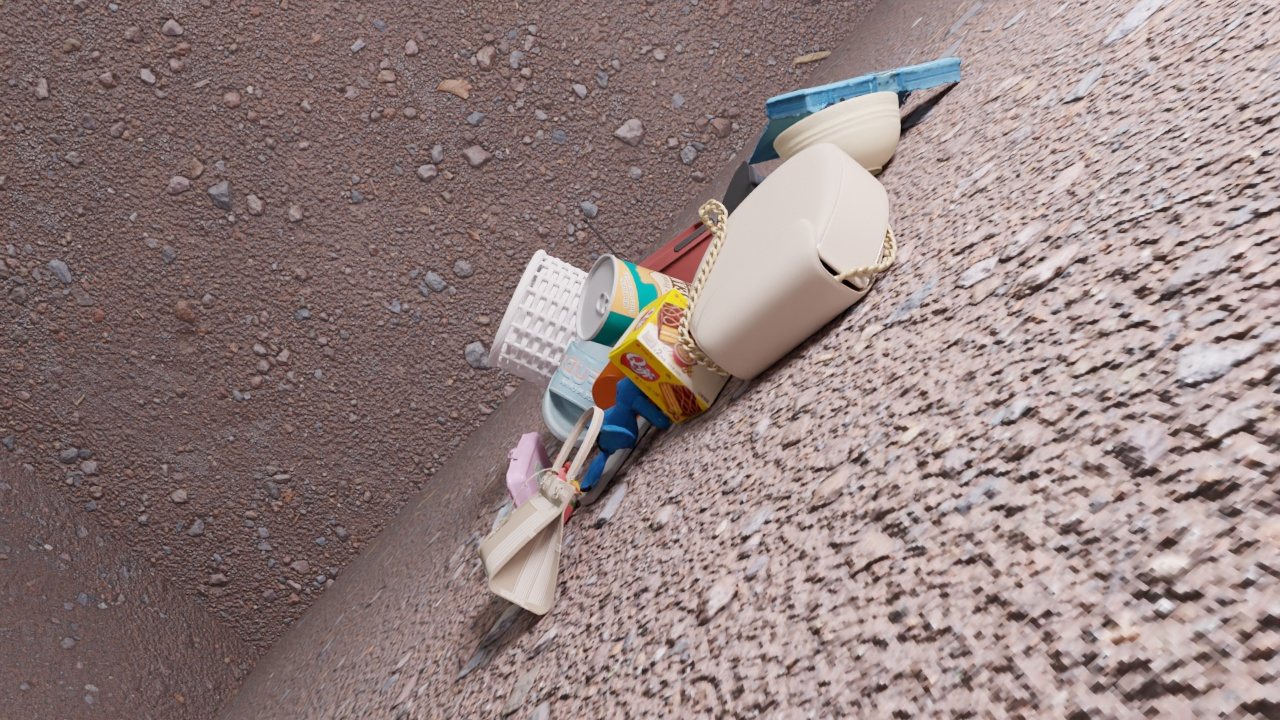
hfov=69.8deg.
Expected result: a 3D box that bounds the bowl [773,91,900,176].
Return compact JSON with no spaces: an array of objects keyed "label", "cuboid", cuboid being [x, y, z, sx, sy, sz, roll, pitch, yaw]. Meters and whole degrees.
[{"label":"bowl","cuboid":[0.239,-0.246,1.076,0.151,0.075,0.151,-18,-3,-1]}]

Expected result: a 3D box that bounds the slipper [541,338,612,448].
[{"label":"slipper","cuboid":[-0.053,-0.001,1.229,0.245,0.104,0.074,-61,-13,-15]}]

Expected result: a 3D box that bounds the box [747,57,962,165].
[{"label":"box","cuboid":[0.255,-0.316,1.132,0.231,0.060,0.176,-18,-4,-22]}]

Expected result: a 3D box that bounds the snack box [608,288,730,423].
[{"label":"snack box","cuboid":[0.036,-0.003,0.935,0.061,0.106,0.083,-31,18,52]}]

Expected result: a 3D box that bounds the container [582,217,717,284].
[{"label":"container","cuboid":[0.038,-0.133,1.153,0.127,0.201,0.148,-36,8,1]}]

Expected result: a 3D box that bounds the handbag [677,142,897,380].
[{"label":"handbag","cuboid":[0.128,-0.100,0.861,0.211,0.103,0.208,-41,25,37]}]

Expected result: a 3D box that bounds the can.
[{"label":"can","cuboid":[0.013,-0.051,1.031,0.100,0.143,0.099,-46,35,47]}]

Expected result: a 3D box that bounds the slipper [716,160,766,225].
[{"label":"slipper","cuboid":[0.164,-0.176,1.207,0.265,0.083,0.109,-101,30,-61]}]

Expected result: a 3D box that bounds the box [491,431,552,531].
[{"label":"box","cuboid":[-0.175,0.182,1.237,0.101,0.111,0.201,-21,12,4]}]

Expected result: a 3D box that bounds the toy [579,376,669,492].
[{"label":"toy","cuboid":[-0.009,0.059,0.992,0.176,0.071,0.113,-48,4,-26]}]

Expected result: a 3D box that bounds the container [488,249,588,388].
[{"label":"container","cuboid":[-0.104,-0.042,1.370,0.189,0.187,0.189,-159,93,-86]}]

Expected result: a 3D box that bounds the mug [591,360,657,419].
[{"label":"mug","cuboid":[-0.007,0.006,1.108,0.078,0.113,0.095,9,41,25]}]

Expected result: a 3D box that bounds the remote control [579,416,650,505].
[{"label":"remote control","cuboid":[-0.026,0.110,1.039,0.130,0.012,0.033,-53,10,-30]}]

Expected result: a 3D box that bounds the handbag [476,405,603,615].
[{"label":"handbag","cuboid":[-0.087,0.136,0.919,0.197,0.062,0.176,-62,11,-8]}]

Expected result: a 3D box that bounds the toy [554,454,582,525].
[{"label":"toy","cuboid":[-0.101,0.163,1.058,0.103,0.046,0.084,-58,31,-3]}]
